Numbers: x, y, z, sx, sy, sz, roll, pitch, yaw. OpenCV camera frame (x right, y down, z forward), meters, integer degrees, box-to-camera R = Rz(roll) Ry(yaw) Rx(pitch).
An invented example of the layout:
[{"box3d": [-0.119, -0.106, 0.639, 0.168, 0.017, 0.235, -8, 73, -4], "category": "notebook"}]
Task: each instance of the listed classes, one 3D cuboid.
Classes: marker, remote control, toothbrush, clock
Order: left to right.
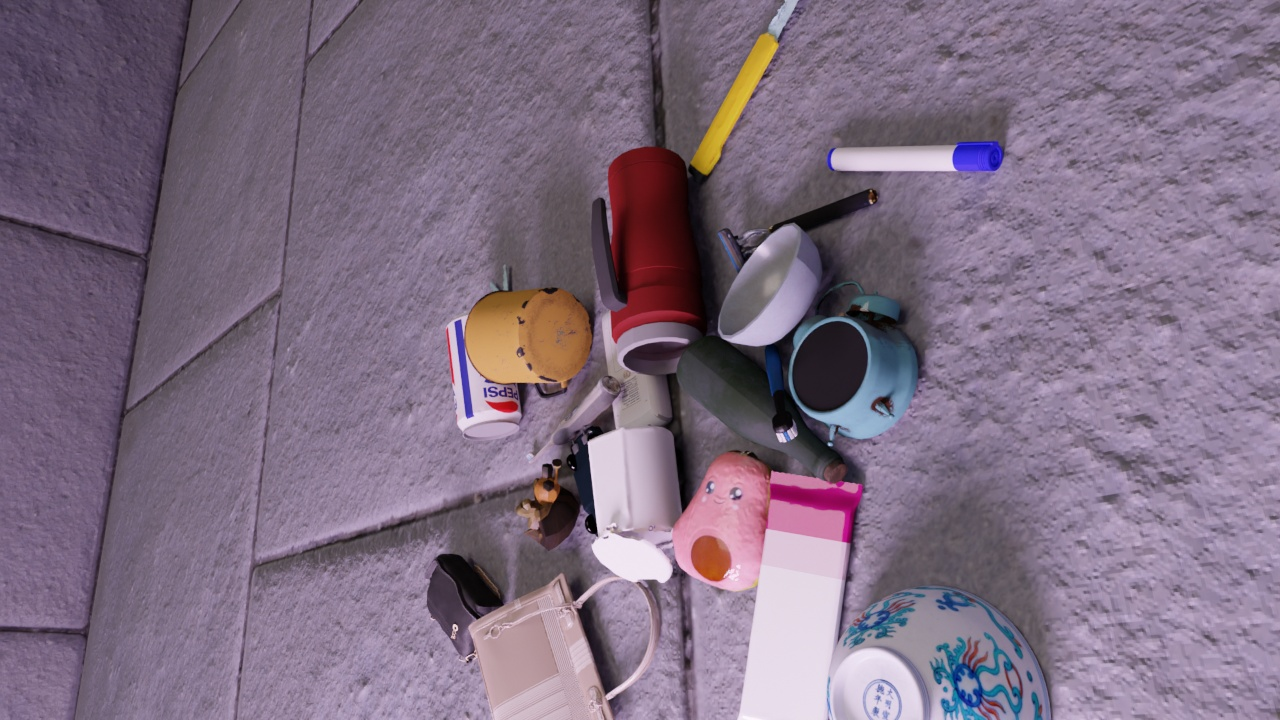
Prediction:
[{"box3d": [-0.071, 0.066, 0.913, 0.024, 0.022, 0.186, 47, 138, 1], "category": "toothbrush"}, {"box3d": [-0.005, 0.005, 0.869, 0.060, 0.025, 0.138, -30, 59, 40], "category": "remote control"}, {"box3d": [0.102, 0.019, 0.681, 0.014, 0.014, 0.167, -26, 15, 13], "category": "toothbrush"}, {"box3d": [0.151, -0.004, 0.671, 0.090, 0.053, 0.124, -31, 53, 39], "category": "clock"}, {"box3d": [0.201, -0.152, 0.687, 0.142, 0.020, 0.020, 14, 89, 50], "category": "marker"}]

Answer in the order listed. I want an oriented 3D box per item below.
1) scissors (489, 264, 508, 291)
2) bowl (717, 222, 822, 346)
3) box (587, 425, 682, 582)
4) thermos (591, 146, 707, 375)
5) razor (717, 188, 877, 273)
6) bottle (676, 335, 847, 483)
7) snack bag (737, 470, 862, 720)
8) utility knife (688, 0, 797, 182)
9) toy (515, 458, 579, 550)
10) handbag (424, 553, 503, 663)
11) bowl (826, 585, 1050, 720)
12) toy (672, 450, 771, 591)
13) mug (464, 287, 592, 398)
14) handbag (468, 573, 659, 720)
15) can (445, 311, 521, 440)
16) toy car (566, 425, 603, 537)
[{"box3d": [-0.159, -0.045, 1.077, 0.111, 0.015, 0.140, -61, 38, 19], "category": "scissors"}, {"box3d": [0.108, -0.054, 0.730, 0.106, 0.039, 0.106, -53, 17, 23], "category": "bowl"}, {"box3d": [-0.006, 0.125, 0.785, 0.080, 0.089, 0.143, -22, 64, 30], "category": "box"}, {"box3d": [0.003, -0.094, 0.829, 0.084, 0.108, 0.198, -28, 56, 42], "category": "thermos"}, {"box3d": [0.131, -0.112, 0.757, 0.145, 0.022, 0.043, -17, 107, 40], "category": "razor"}, {"box3d": [0.097, 0.041, 0.719, 0.174, 0.055, 0.055, 42, 109, 46], "category": "bottle"}, {"box3d": [0.115, 0.183, 0.667, 0.070, 0.016, 0.196, 5, 81, 26], "category": "snack bag"}, {"box3d": [0.103, -0.264, 0.838, 0.030, 0.019, 0.224, 46, 118, 40], "category": "utility knife"}, {"box3d": [-0.089, 0.135, 0.885, 0.076, 0.062, 0.100, -102, 15, -51], "category": "toy"}, {"box3d": [-0.197, 0.265, 0.987, 0.128, 0.054, 0.079, 32, 107, 47], "category": "handbag"}, {"box3d": [0.166, 0.211, 0.568, 0.144, 0.074, 0.143, -19, 64, 45], "category": "bowl"}, {"box3d": [0.070, 0.124, 0.724, 0.090, 0.051, 0.110, 11, 85, 45], "category": "toy"}, {"box3d": [-0.109, -0.015, 0.951, 0.094, 0.100, 0.124, -1, 118, 47], "category": "mug"}, {"box3d": [-0.056, 0.273, 0.833, 0.198, 0.062, 0.175, -43, 49, 21], "category": "handbag"}, {"box3d": [-0.174, 0.016, 1.016, 0.070, 0.070, 0.132, -28, 64, 41], "category": "can"}, {"box3d": [-0.038, 0.114, 0.865, 0.046, 0.034, 0.112, -45, 48, 30], "category": "toy car"}]
